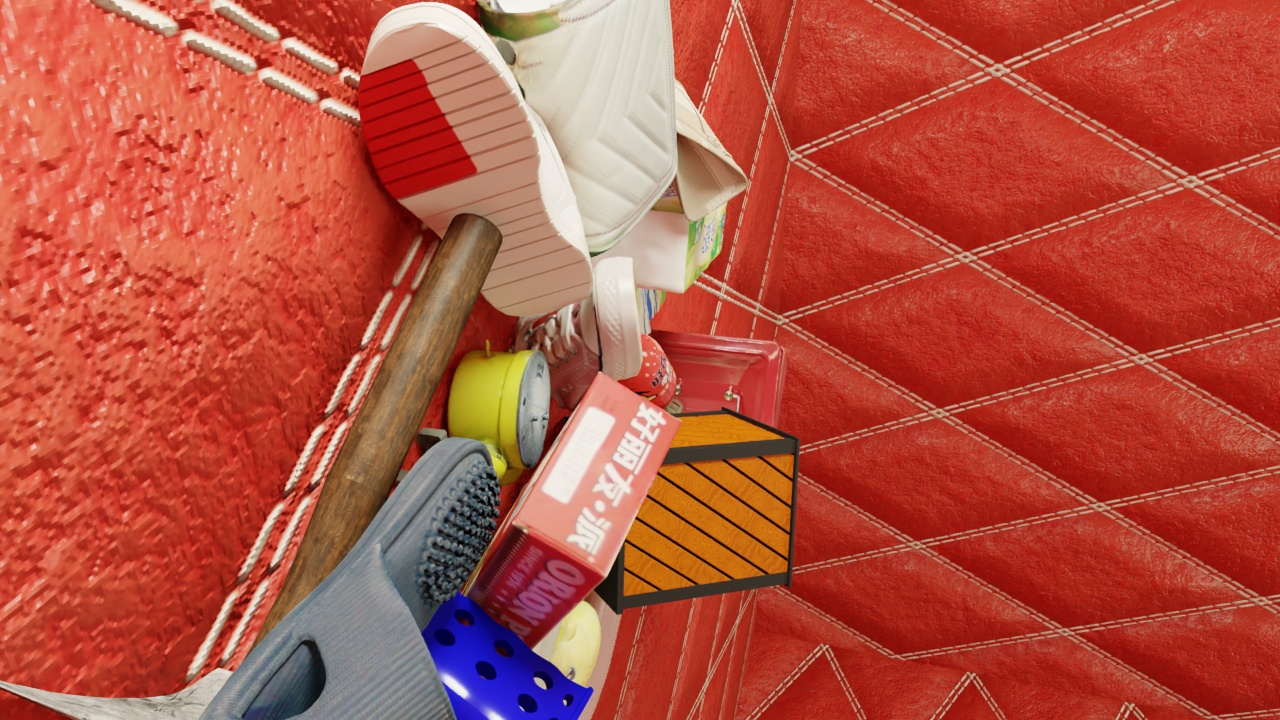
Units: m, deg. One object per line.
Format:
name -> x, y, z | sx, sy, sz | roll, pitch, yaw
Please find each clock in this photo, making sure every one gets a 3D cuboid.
clock -> -0.096, 0.046, 0.632 | 0.083, 0.057, 0.119 | 49, 47, -79

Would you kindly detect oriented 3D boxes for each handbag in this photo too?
handbag -> -0.001, -0.245, 0.797 | 0.198, 0.062, 0.175 | 47, 14, -45
handbag -> -0.046, -0.188, 0.665 | 0.141, 0.096, 0.199 | -52, 150, -36

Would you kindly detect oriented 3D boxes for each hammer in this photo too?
hammer -> -0.144, 0.034, 0.432 | 0.218, 0.037, 0.299 | 71, 35, -61

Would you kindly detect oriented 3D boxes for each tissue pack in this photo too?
tissue pack -> 0.017, -0.104, 0.937 | 0.197, 0.120, 0.141 | -40, 138, -60

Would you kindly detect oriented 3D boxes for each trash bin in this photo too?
trash bin -> 0.033, 0.130, 0.852 | 0.140, 0.171, 0.140 | -159, -112, -65

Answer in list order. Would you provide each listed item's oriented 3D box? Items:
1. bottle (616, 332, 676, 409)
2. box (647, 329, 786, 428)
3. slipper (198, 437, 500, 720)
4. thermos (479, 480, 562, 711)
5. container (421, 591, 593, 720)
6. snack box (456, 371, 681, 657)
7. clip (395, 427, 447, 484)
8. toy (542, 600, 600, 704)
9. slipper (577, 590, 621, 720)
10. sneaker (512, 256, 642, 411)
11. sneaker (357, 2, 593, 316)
bottle -> -0.005, 0.005, 0.869 | 0.137, 0.062, 0.062 | 54, 45, -68
box -> 0.078, 0.038, 1.020 | 0.127, 0.157, 0.137 | 7, 91, -80
slipper -> -0.109, 0.142, 0.415 | 0.262, 0.082, 0.101 | -61, 159, -47
thermos -> -0.095, 0.206, 0.715 | 0.068, 0.068, 0.229 | 77, 25, -54
container -> -0.104, 0.201, 0.530 | 0.085, 0.113, 0.084 | -55, 174, 17
snack box -> -0.060, 0.115, 0.594 | 0.112, 0.060, 0.237 | -62, -175, -37
clip -> -0.133, 0.083, 0.594 | 0.076, 0.023, 0.061 | 81, 22, -43
toy -> -0.082, 0.277, 0.782 | 0.155, 0.064, 0.170 | -63, -178, 42
slipper -> -0.064, 0.295, 0.911 | 0.107, 0.056, 0.221 | 45, 62, -71
sneaker -> -0.056, -0.012, 0.716 | 0.241, 0.087, 0.118 | 122, -36, -68
sneaker -> -0.092, -0.130, 0.550 | 0.237, 0.090, 0.104 | 59, 18, -57
